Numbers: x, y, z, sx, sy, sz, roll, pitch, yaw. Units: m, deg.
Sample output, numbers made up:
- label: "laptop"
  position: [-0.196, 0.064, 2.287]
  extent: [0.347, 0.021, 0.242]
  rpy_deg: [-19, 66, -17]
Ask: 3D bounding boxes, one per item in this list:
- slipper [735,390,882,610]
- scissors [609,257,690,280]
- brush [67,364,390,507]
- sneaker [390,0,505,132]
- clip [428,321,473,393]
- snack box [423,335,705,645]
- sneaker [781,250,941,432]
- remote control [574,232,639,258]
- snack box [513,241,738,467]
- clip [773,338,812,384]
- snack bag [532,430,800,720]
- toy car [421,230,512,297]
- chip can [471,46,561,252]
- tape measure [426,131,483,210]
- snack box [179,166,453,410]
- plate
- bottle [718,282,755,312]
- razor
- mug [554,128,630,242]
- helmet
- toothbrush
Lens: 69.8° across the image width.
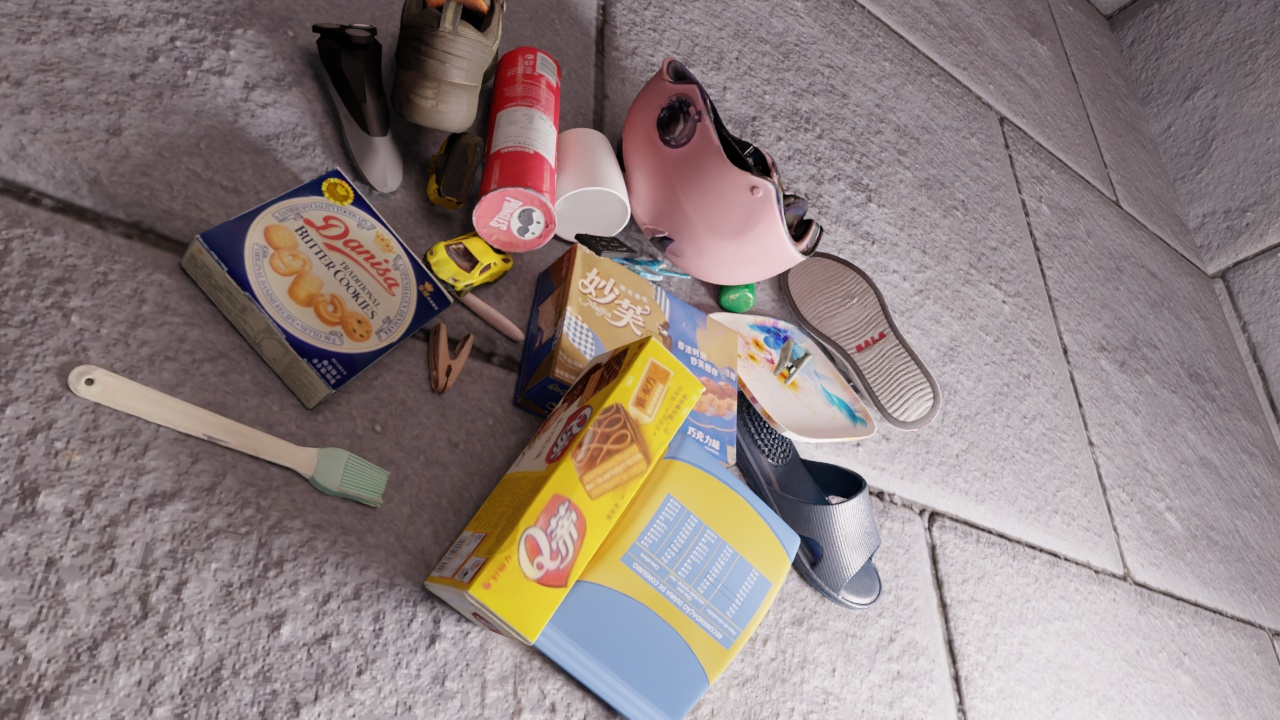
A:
- label: "slipper"
  position: [0.182, 0.137, 0.943]
  extent: [0.101, 0.083, 0.263]
  rpy_deg: [-33, 89, -46]
- label: "scissors"
  position: [-0.006, -0.101, 0.946]
  extent: [0.114, 0.013, 0.140]
  rpy_deg: [21, 15, 15]
- label: "brush"
  position: [-0.275, 0.053, 0.630]
  extent: [0.217, 0.012, 0.033]
  rpy_deg: [26, 51, -27]
- label: "sneaker"
  position: [-0.170, -0.315, 0.817]
  extent: [0.101, 0.143, 0.237]
  rpy_deg: [11, 35, -13]
- label: "clip"
  position: [-0.156, -0.001, 0.762]
  extent: [0.039, 0.024, 0.060]
  rpy_deg: [8, 71, -37]
- label: "snack box"
  position: [-0.055, 0.091, 0.681]
  extent: [0.061, 0.110, 0.229]
  rpy_deg: [43, 65, -15]
- label: "sneaker"
  position: [0.267, -0.021, 1.115]
  extent: [0.263, 0.097, 0.128]
  rpy_deg: [56, 4, 21]
- label: "remote control"
  position: [-0.029, -0.107, 0.865]
  extent: [0.030, 0.009, 0.140]
  rpy_deg: [36, 12, 7]
- label: "snack box"
  position: [-0.005, 0.005, 0.860]
  extent: [0.202, 0.069, 0.154]
  rpy_deg: [28, 49, -27]
- label: "clip"
  position: [0.168, 0.007, 0.986]
  extent: [0.049, 0.023, 0.078]
  rpy_deg: [31, 28, -7]
- label: "snack bag"
  position: [0.017, 0.186, 0.761]
  extent: [0.159, 0.102, 0.204]
  rpy_deg: [43, 61, -15]
- label: "toy car"
  position: [-0.149, -0.087, 0.798]
  extent: [0.049, 0.030, 0.106]
  rpy_deg: [48, 27, 0]
- label: "chip can"
  position: [-0.112, -0.207, 0.864]
  extent: [0.073, 0.073, 0.232]
  rpy_deg: [26, 41, -29]
- label: "tape measure"
  position: [-0.169, -0.169, 0.820]
  extent: [0.037, 0.064, 0.065]
  rpy_deg: [19, 87, -24]
- label: "snack box"
  position: [-0.242, -0.060, 0.703]
  extent: [0.144, 0.043, 0.144]
  rpy_deg: [50, 44, -8]
- label: "plate"
  position: [0.161, 0.020, 1.001]
  extent: [0.186, 0.016, 0.187]
  rpy_deg: [3, 44, -44]
- label: "bottle"
  position: [0.114, -0.108, 1.057]
  extent: [0.043, 0.043, 0.110]
  rpy_deg: [30, 48, -26]
- label: "razor"
  position: [-0.240, -0.220, 0.797]
  extent: [0.057, 0.060, 0.156]
  rpy_deg: [-13, 94, -34]
- label: "mug"
  position: [-0.073, -0.175, 0.912]
  extent: [0.114, 0.081, 0.087]
  rpy_deg: [-4, 58, -10]
- label: "helmet"
  position: [0.067, -0.187, 0.970]
  extent: [0.255, 0.153, 0.229]
  rpy_deg: [58, 21, 9]
- label: "toothbrush"
  position: [-0.172, -0.073, 0.796]
  extent: [0.181, 0.016, 0.018]
  rpy_deg: [38, 40, -18]
